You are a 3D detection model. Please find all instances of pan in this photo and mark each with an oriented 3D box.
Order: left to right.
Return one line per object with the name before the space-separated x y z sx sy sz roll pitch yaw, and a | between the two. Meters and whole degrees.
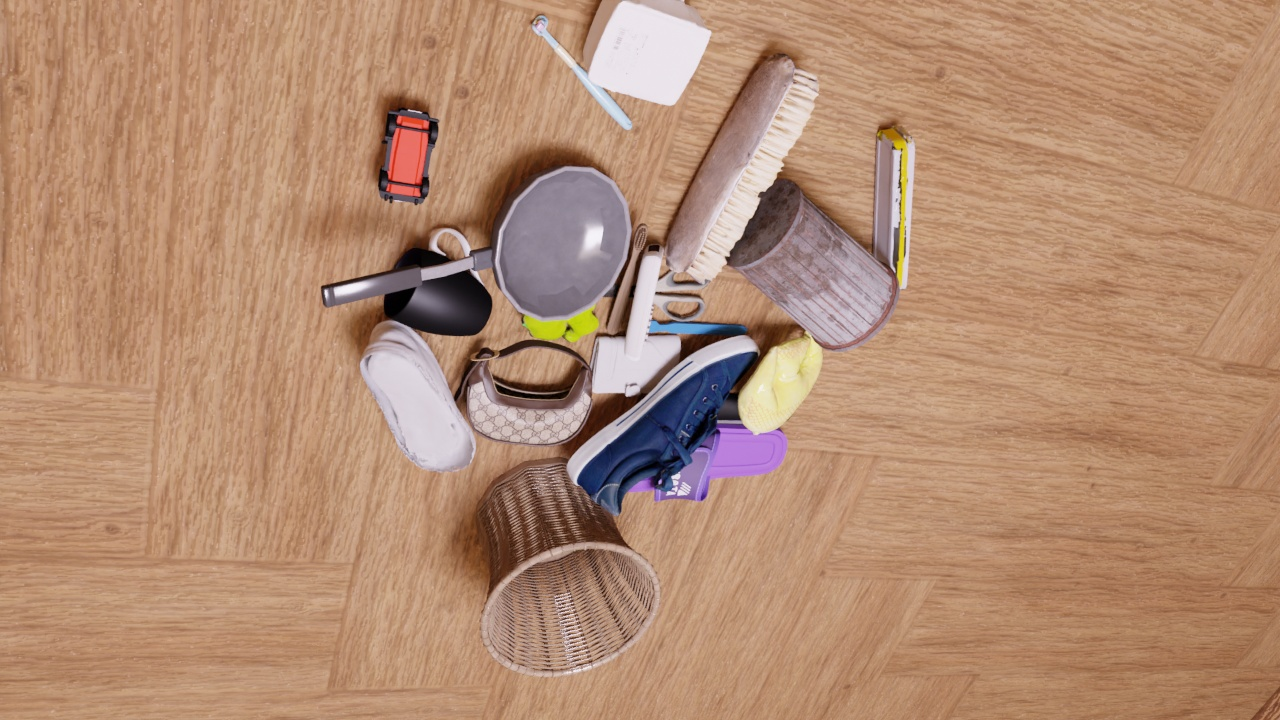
pan | -0.164 -0.110 0.973 0.356 0.041 0.179 -19 124 -33

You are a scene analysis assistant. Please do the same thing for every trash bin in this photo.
trash bin | 0.210 -0.109 1.114 0.211 0.130 0.131 34 106 -31

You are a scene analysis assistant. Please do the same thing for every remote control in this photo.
remote control | 0.004 -0.070 1.096 0.025 0.060 0.139 12 112 0
remote control | 0.146 0.068 1.273 0.151 0.020 0.041 1 120 -22

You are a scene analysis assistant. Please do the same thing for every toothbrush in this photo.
toothbrush | -0.058 -0.299 0.967 0.155 0.016 0.022 42 64 -34
toothbrush | -0.016 -0.093 1.093 0.016 0.016 0.167 6 134 -14
toothbrush | 0.062 -0.043 1.179 0.166 0.014 0.016 1 121 -24

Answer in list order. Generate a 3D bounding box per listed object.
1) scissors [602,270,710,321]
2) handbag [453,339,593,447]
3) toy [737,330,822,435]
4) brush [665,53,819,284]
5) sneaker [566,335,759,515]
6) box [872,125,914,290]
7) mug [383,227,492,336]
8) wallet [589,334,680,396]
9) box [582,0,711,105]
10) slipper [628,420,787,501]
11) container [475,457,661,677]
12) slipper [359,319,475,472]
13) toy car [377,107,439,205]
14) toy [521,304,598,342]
scissors | 0.011 -0.094 1.128 0.169 0.012 0.132 29 109 -27
handbag | -0.140 0.035 1.126 0.166 0.063 0.139 9 118 -18
toy | 0.184 0.034 1.214 0.170 0.064 0.155 -26 139 -44
brush | 0.109 -0.212 1.040 0.056 0.083 0.272 16 114 -29
sneaker | 0.054 0.089 1.158 0.294 0.127 0.121 -40 155 -7
box | 0.313 -0.185 1.141 0.033 0.064 0.210 -10 125 -2
mug | -0.215 -0.084 1.021 0.100 0.085 0.118 23 83 -36
wallet | -0.007 0.007 1.174 0.116 0.032 0.086 -3 121 -18
box | 0.017 -0.356 0.920 0.110 0.083 0.191 10 117 -26
slipper | 0.086 0.144 1.262 0.266 0.084 0.107 -3 123 -17
container | -0.110 0.262 1.201 0.226 0.196 0.227 -9 124 -14
slipper | -0.262 0.051 1.085 0.112 0.074 0.247 1 138 15
toy car | -0.240 -0.210 0.941 0.051 0.048 0.100 5 119 -21
toy | -0.097 -0.054 1.101 0.093 0.036 0.094 -21 133 -11
